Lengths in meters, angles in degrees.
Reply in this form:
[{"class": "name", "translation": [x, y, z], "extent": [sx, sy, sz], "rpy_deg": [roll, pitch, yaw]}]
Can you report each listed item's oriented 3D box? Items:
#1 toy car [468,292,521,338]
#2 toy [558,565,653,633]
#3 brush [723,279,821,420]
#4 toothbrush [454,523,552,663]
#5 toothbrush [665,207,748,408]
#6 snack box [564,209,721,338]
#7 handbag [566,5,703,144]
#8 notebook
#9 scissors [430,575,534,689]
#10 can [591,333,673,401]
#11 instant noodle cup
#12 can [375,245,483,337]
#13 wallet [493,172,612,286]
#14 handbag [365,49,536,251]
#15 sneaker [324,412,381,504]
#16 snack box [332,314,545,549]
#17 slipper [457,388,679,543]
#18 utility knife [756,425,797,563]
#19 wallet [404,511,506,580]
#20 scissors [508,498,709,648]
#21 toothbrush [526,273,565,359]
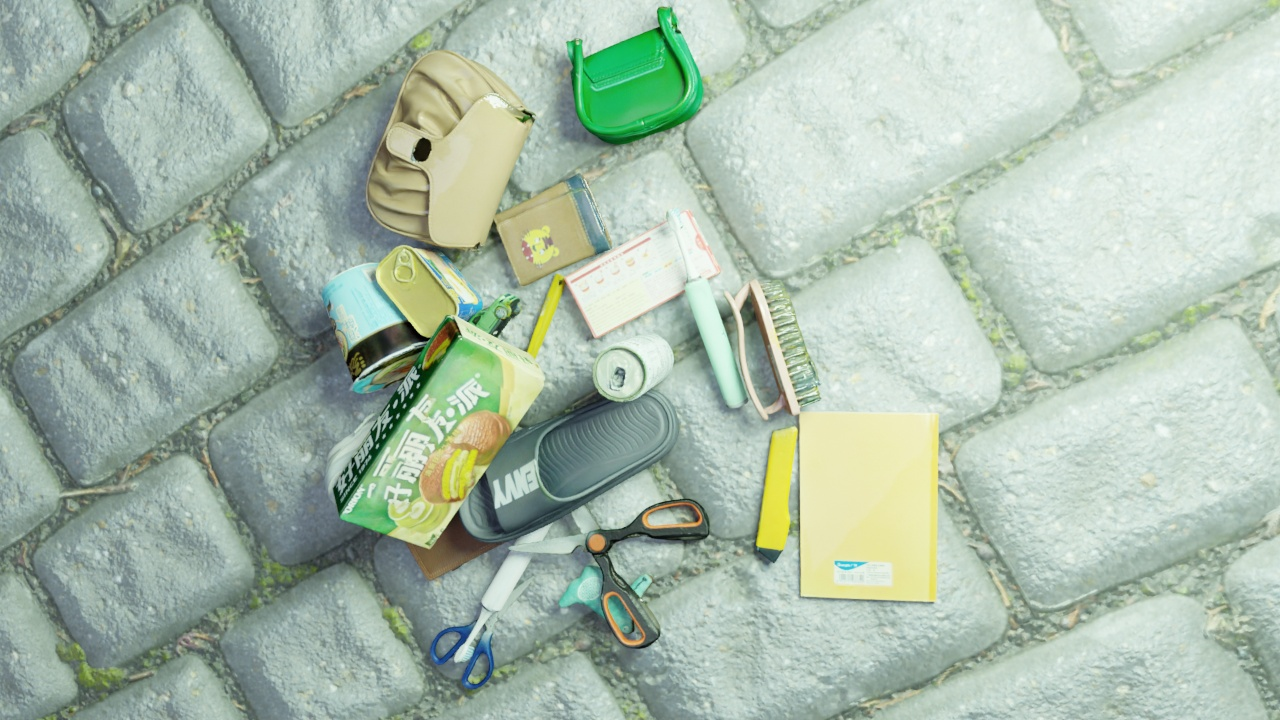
[{"class": "toy car", "translation": [-0.170, -0.039, 1.032], "extent": [0.036, 0.043, 0.091], "rpy_deg": [43, 103, 5]}, {"class": "toy", "translation": [-0.033, 0.269, 1.049], "extent": [0.092, 0.030, 0.096], "rpy_deg": [39, 96, 0]}, {"class": "brush", "translation": [0.136, -0.014, 0.958], "extent": [0.073, 0.063, 0.145], "rpy_deg": [-18, 92, 3]}, {"class": "toothbrush", "translation": [-0.160, 0.262, 1.067], "extent": [0.026, 0.027, 0.221], "rpy_deg": [25, 100, -36]}, {"class": "toothbrush", "translation": [0.068, -0.053, 0.965], "extent": [0.027, 0.027, 0.224], "rpy_deg": [-9, 108, 40]}, {"class": "snack box", "translation": [0.002, -0.093, 0.996], "extent": [0.156, 0.027, 0.077], "rpy_deg": [-27, 91, 14]}, {"class": "handbag", "translation": [-0.007, -0.292, 0.952], "extent": [0.131, 0.068, 0.120], "rpy_deg": [-18, 92, 13]}, {"class": "notebook", "translation": [0.243, 0.156, 0.983], "extent": [0.146, 0.010, 0.206], "rpy_deg": [-1, 97, 12]}, {"class": "scissors", "translation": [-0.192, 0.311, 1.097], "extent": [0.140, 0.012, 0.171], "rpy_deg": [5, 95, 12]}, {"class": "can", "translation": [-0.006, 0.006, 0.948], "extent": [0.058, 0.146, 0.058], "rpy_deg": [1, 96, 12]}, {"class": "instant noodle cup", "translation": [-0.299, -0.041, 1.034], "extent": [0.111, 0.111, 0.120], "rpy_deg": [-33, 81, 14]}, {"class": "can", "translation": [-0.231, -0.078, 1.019], "extent": [0.057, 0.083, 0.102], "rpy_deg": [-41, 87, 13]}, {"class": "wallet", "translation": [-0.097, -0.143, 1.010], "extent": [0.115, 0.033, 0.090], "rpy_deg": [-22, 92, 17]}, {"class": "handbag", "translation": [-0.210, -0.222, 0.988], "extent": [0.148, 0.099, 0.205], "rpy_deg": [28, 105, 11]}, {"class": "sneaker", "translation": [-0.253, 0.075, 1.053], "extent": [0.242, 0.090, 0.089], "rpy_deg": [-33, 124, -3]}, {"class": "snack box", "translation": [-0.215, 0.079, 0.978], "extent": [0.114, 0.063, 0.240], "rpy_deg": [30, 102, -34]}, {"class": "slipper", "translation": [-0.087, 0.106, 0.992], "extent": [0.268, 0.083, 0.110], "rpy_deg": [-27, 77, 4]}, {"class": "utility knife", "translation": [0.150, 0.145, 0.999], "extent": [0.033, 0.015, 0.154], "rpy_deg": [8, 98, 5]}, {"class": "wallet", "translation": [-0.223, 0.192, 1.080], "extent": [0.125, 0.032, 0.101], "rpy_deg": [-29, 93, 15]}, {"class": "scissors", "translation": [-0.030, 0.214, 1.028], "extent": [0.234, 0.021, 0.221], "rpy_deg": [-15, 84, 3]}, {"class": "toothbrush", "translation": [-0.121, -0.006, 1.024], "extent": [0.015, 0.016, 0.190], "rpy_deg": [20, 92, -21]}]
